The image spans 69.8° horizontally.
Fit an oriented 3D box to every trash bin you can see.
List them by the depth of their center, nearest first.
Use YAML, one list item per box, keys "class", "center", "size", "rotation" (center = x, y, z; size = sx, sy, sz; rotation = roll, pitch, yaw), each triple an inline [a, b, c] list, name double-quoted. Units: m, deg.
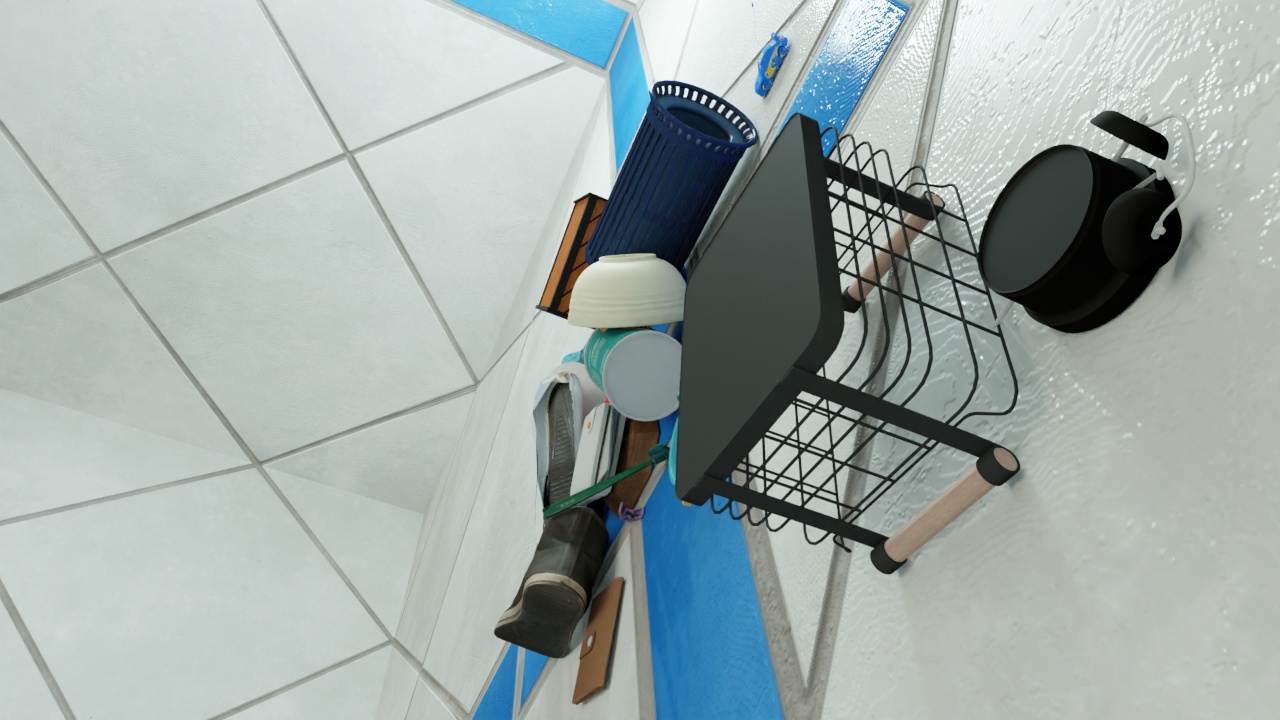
- class: "trash bin"
  center: [0.028, -0.202, 1.146]
  size: [0.139, 0.139, 0.250]
  rotation: [-88, 21, -51]
- class: "trash bin"
  center: [-0.051, -0.131, 1.332]
  size: [0.140, 0.139, 0.172]
  rotation: [-160, 90, -76]

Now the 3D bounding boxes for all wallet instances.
- class: "wallet"
  center: [-0.046, 0.301, 0.989]
  size: [0.088, 0.013, 0.120]
  rotation: [127, 159, -51]
- class: "wallet"
  center: [-0.047, 0.108, 1.097]
  size: [0.115, 0.037, 0.118]
  rotation: [140, 143, -64]

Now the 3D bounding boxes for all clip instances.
- class: "clip"
  center: [-0.012, 0.172, 1.029]
  size: [0.050, 0.029, 0.013]
  rotation: [112, 174, -67]
- class: "clip"
  center: [-0.065, 0.007, 1.443]
  size: [0.131, 0.120, 0.030]
  rotation: [-23, 41, 40]

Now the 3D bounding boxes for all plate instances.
- class: "plate"
  center: [-0.016, 0.120, 1.094]
  size: [0.131, 0.025, 0.131]
  rotation: [-161, 91, -76]
- class: "plate"
  center: [-0.110, 0.089, 1.281]
  size: [0.174, 0.036, 0.174]
  rotation: [-1, 89, 46]

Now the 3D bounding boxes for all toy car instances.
- class: "toy car"
  center: [0.140, -0.371, 1.100]
  size: [0.033, 0.062, 0.092]
  rotation: [-99, 32, -63]

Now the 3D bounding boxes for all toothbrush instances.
- class: "toothbrush"
  center: [-0.041, 0.135, 1.026]
  size: [0.190, 0.017, 0.016]
  rotation: [-30, 28, 29]

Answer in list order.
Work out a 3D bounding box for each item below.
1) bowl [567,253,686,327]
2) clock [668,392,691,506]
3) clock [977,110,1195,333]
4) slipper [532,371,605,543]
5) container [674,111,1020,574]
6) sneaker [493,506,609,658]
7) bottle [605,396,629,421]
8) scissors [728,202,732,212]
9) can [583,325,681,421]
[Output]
- class: "bowl"
  center: [-0.013, -0.085, 1.075]
  size: [0.151, 0.150, 0.075]
  rotation: [-144, 50, -76]
- class: "clock"
  center: [0.056, 0.067, 0.871]
  size: [0.099, 0.043, 0.130]
  rotation: [-117, 41, -71]
- class: "clock"
  center: [0.215, -0.068, 0.444]
  size: [0.121, 0.042, 0.091]
  rotation: [132, 154, -57]
- class: "slipper"
  center: [-0.089, 0.146, 1.199]
  size: [0.111, 0.063, 0.263]
  rotation: [-22, 69, 46]
- class: "container"
  center: [0.117, -0.015, 0.560]
  size: [0.240, 0.130, 0.163]
  rotation: [-85, 20, -45]
- class: "sneaker"
  center: [-0.107, 0.274, 1.107]
  size: [0.235, 0.095, 0.119]
  rotation: [110, 180, -48]
- class: "bottle"
  center: [-0.019, 0.033, 1.192]
  size: [0.042, 0.042, 0.141]
  rotation: [-168, 98, -76]
- class: "scissors"
  center: [0.112, -0.131, 0.983]
  size: [0.206, 0.015, 0.201]
  rotation: [123, 159, -45]
- class: "can"
  center: [-0.006, 0.006, 1.063]
  size: [0.144, 0.099, 0.099]
  rotation: [-142, 72, -75]
